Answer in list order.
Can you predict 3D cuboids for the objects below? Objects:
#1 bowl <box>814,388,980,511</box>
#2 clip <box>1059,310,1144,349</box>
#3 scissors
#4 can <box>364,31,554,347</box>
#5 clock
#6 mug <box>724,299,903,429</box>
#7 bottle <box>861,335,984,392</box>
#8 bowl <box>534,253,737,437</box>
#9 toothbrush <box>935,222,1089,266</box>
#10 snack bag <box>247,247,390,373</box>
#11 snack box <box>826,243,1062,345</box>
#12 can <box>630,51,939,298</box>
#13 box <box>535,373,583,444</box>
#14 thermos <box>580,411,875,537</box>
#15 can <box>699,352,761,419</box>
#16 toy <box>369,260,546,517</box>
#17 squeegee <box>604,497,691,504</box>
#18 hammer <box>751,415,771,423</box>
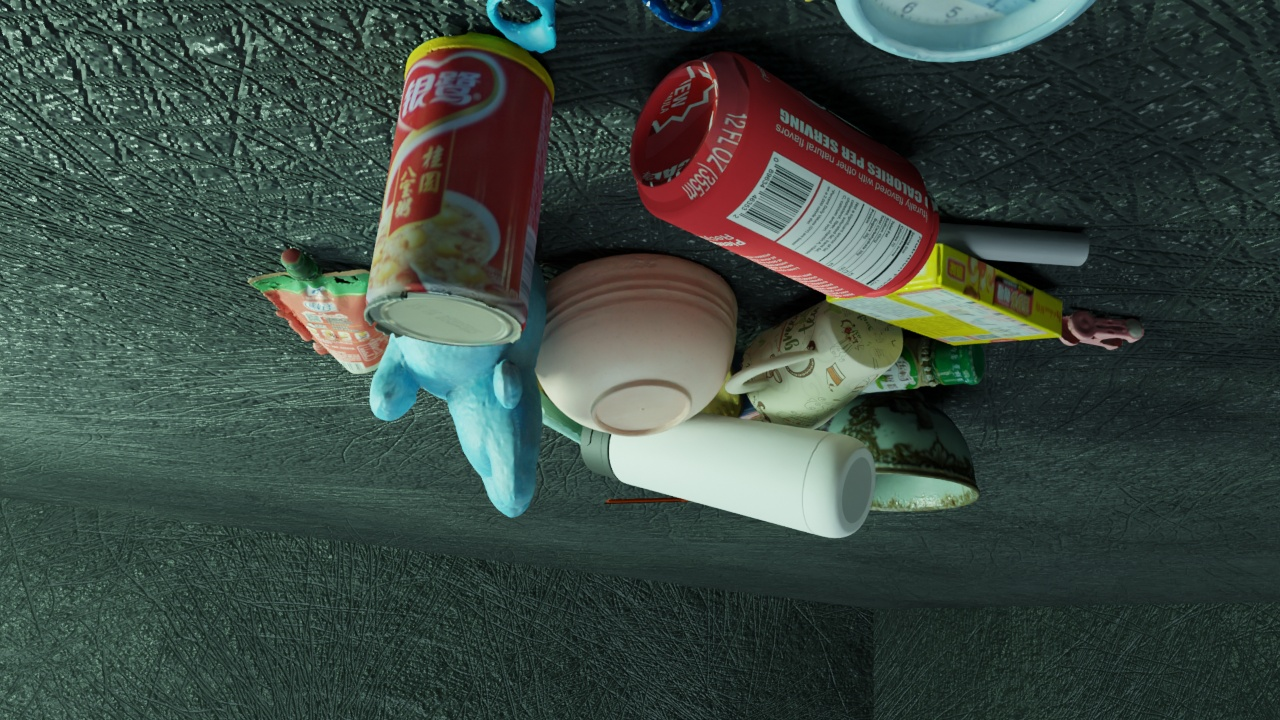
[{"bbox_3d":[0.214,0.073,0.812,0.160,0.093,0.160,4,162,1],"label":"bowl"},{"bbox_3d":[0.311,-0.019,0.630,0.060,0.023,0.044,-2,160,2],"label":"clip"},{"bbox_3d":[-0.014,-0.151,0.327,0.117,0.014,0.130,10,157,-4],"label":"scissors"},{"bbox_3d":[-0.076,-0.071,0.398,0.067,0.124,0.067,4,162,1],"label":"can"},{"bbox_3d":[0.105,-0.139,0.268,0.088,0.051,0.125,13,160,-19],"label":"clock"},{"bbox_3d":[0.111,0.000,0.630,0.121,0.081,0.097,-10,163,-28],"label":"mug"},{"bbox_3d":[0.197,0.002,0.687,0.110,0.042,0.042,-7,159,35],"label":"bottle"},{"bbox_3d":[-0.004,0.004,0.623,0.153,0.076,0.153,-4,147,-3],"label":"bowl"},{"bbox_3d":[0.154,-0.069,0.516,0.188,0.018,0.019,4,168,1],"label":"toothbrush"},{"bbox_3d":[-0.230,-0.038,0.683,0.087,0.044,0.155,-2,157,3],"label":"snack bag"},{"bbox_3d":[0.189,-0.036,0.560,0.152,0.025,0.075,13,168,-41],"label":"snack box"},{"bbox_3d":[0.068,-0.079,0.419,0.142,0.074,0.075,18,157,-35],"label":"can"},{"bbox_3d":[-0.032,0.040,0.779,0.077,0.091,0.188,-2,160,24],"label":"box"},{"bbox_3d":[0.061,0.076,0.682,0.230,0.068,0.101,8,170,38],"label":"thermos"},{"bbox_3d":[0.073,0.025,0.743,0.058,0.054,0.100,-12,170,-30],"label":"can"},{"bbox_3d":[-0.107,0.008,0.560,0.114,0.180,0.184,-8,162,-12],"label":"toy"},{"bbox_3d":[0.115,0.127,0.968,0.249,0.055,0.185,4,167,-34],"label":"squeegee"},{"bbox_3d":[0.110,0.064,0.913,0.120,0.033,0.331,5,161,3],"label":"hammer"}]
